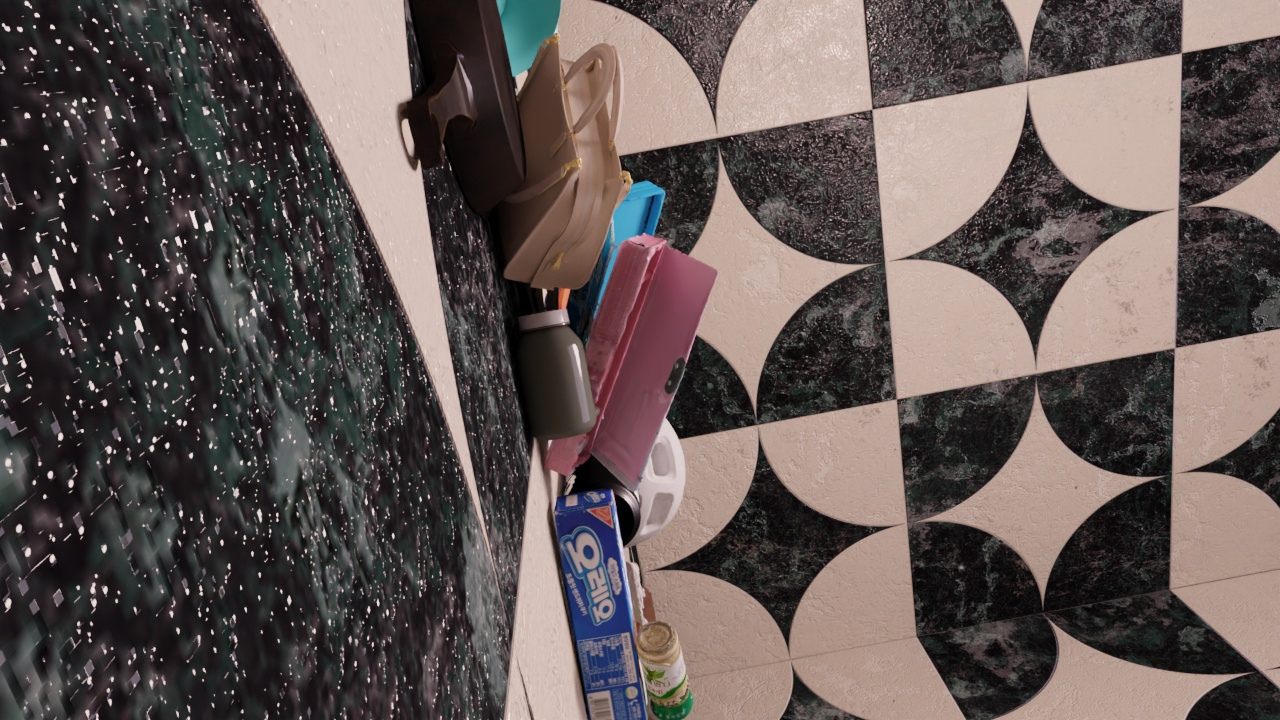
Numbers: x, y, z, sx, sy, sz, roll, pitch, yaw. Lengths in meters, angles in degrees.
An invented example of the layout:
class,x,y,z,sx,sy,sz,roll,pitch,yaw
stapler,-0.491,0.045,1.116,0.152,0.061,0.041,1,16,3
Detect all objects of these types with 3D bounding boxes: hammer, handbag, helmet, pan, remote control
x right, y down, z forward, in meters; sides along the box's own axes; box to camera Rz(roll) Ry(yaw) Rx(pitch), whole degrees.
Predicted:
class,x,y,z,sx,sy,sz,roll,pitch,yaw
hammer,-0.079,-0.130,1.129,0.133,0.033,0.332,79,16,-44
handbag,-0.062,-0.192,0.804,0.198,0.101,0.194,-53,-141,46
helmet,-0.037,0.165,1.337,0.283,0.183,0.224,137,-50,-65
pan,-0.120,-0.200,0.644,0.355,0.043,0.249,-102,-178,-62
remote control,-0.112,-0.069,0.947,0.045,0.021,0.141,-99,180,-62

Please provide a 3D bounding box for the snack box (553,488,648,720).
class,x,y,z,sx,sy,sz,roll,pitch,yaw
snack box,-0.035,0.237,0.857,0.059,0.059,0.226,-100,180,-82

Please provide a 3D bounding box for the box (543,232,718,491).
class,x,y,z,sx,sy,sz,roll,pitch,yaw
box,-0.002,0.006,0.862,0.099,0.098,0.233,-38,149,-74

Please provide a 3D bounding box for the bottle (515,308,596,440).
class,x,y,z,sx,sy,sz,roll,pitch,yaw
bottle,-0.076,0.012,0.798,0.060,0.060,0.108,-109,-171,-87

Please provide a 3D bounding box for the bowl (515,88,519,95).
class,x,y,z,sx,sy,sz,roll,pitch,yaw
bowl,-0.121,-0.241,1.010,0.174,0.068,0.174,-5,84,-89

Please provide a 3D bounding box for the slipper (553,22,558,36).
class,x,y,z,sx,sy,sz,roll,pitch,yaw
slipper,-0.160,-0.439,0.970,0.276,0.069,0.115,52,24,-58

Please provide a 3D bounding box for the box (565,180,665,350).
class,x,y,z,sx,sy,sz,roll,pitch,yaw
box,-0.053,-0.054,0.947,0.173,0.063,0.244,-57,167,-57

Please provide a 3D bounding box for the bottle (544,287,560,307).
class,x,y,z,sx,sy,sz,roll,pitch,yaw
bottle,-0.096,-0.045,1.164,0.131,0.048,0.048,-101,-179,-55

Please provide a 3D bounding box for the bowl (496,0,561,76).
class,x,y,z,sx,sy,sz,roll,pitch,yaw
bowl,-0.139,-0.355,0.935,0.046,0.121,0.121,36,-21,22

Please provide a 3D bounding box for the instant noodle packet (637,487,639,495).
class,x,y,z,sx,sy,sz,roll,pitch,yaw
instant noodle packet,-0.039,0.070,1.163,0.146,0.057,0.268,30,56,-53

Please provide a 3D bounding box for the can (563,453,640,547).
class,x,y,z,sx,sy,sz,roll,pitch,yaw
can,-0.043,0.145,0.998,0.146,0.080,0.080,-103,-178,-75

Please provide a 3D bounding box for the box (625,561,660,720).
class,x,y,z,sx,sy,sz,roll,pitch,yaw
box,-0.002,0.336,0.974,0.107,0.095,0.216,40,31,-49

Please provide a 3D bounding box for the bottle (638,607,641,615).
class,x,y,z,sx,sy,sz,roll,pitch,yaw
bottle,-0.009,0.373,1.142,0.209,0.068,0.068,-101,-179,-50

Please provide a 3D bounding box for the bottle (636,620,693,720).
class,x,y,z,sx,sy,sz,roll,pitch,yaw
bottle,0.023,0.286,0.844,0.042,0.042,0.110,-101,180,-54
